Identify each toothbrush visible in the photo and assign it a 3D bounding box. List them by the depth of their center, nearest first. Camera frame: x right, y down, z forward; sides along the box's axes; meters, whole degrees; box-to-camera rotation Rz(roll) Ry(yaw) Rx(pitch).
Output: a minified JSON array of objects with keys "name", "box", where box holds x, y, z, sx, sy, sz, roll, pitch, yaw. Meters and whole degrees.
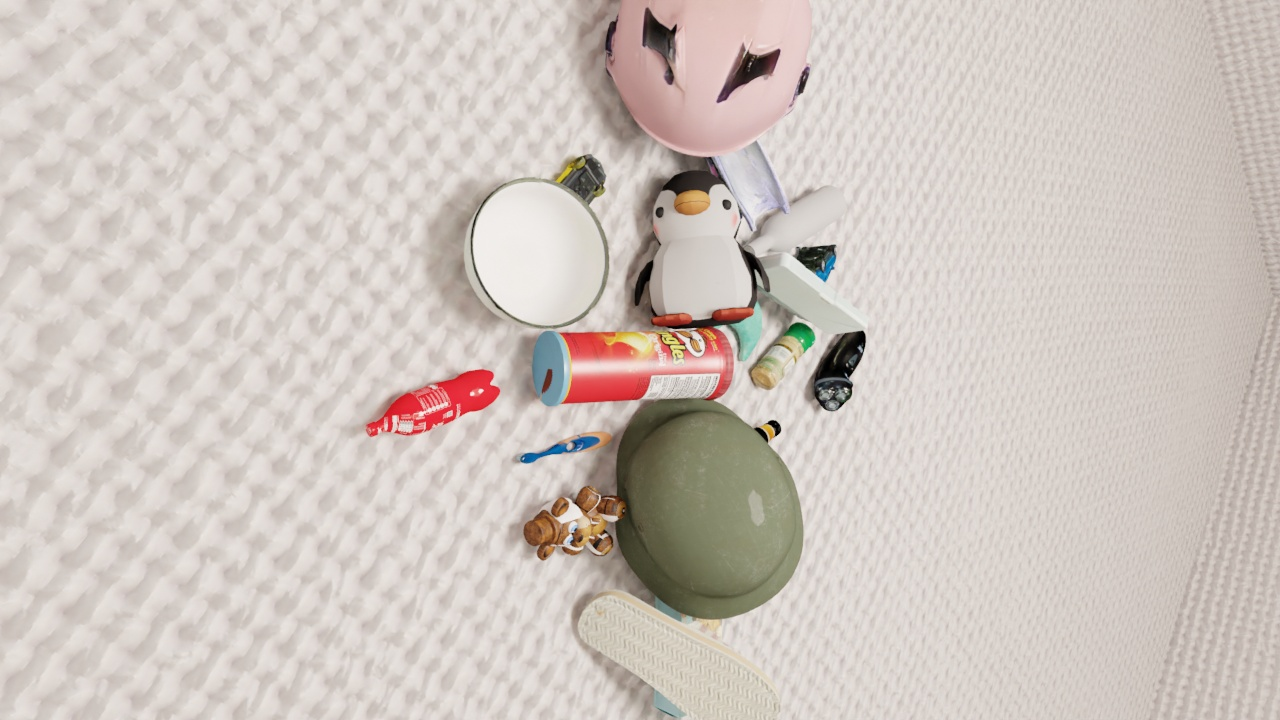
[{"name":"toothbrush","box":[-0.084,0.098,1.033,0.134,0.017,0.021,-10,103,-44]}]

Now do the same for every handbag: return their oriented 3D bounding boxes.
[{"name":"handbag","box":[0.117,-0.251,1.139,0.069,0.126,0.158,-29,122,9]}]

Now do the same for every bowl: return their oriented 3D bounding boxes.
[{"name":"bowl","box":[-0.113,-0.104,0.939,0.153,0.073,0.153,4,81,-30]}]

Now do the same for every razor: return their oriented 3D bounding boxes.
[{"name":"razor","box":[0.300,0.009,1.346,0.053,0.064,0.140,49,62,-34]}]

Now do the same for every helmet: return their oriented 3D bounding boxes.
[{"name":"helmet","box":[0.084,-0.359,1.000,0.230,0.153,0.255,20,74,-2]},{"name":"helmet","box":[0.078,0.155,1.036,0.227,0.154,0.267,-24,77,-7]}]

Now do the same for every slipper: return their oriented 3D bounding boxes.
[{"name":"slipper","box":[0.046,0.350,1.075,0.263,0.115,0.052,34,23,-7]}]

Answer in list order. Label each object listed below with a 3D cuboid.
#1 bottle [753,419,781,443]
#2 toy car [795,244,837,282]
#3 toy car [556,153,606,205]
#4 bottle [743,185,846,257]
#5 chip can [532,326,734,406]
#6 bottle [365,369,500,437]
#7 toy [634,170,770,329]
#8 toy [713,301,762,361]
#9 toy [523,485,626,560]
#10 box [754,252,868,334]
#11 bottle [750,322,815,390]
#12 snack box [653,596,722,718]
[{"name":"bottle","box":[0.121,0.122,1.191,0.181,0.059,0.059,-27,110,-39]},{"name":"toy car","box":[0.237,-0.128,1.273,0.119,0.056,0.044,-49,131,-54]},{"name":"toy car","box":[-0.076,-0.182,1.009,0.106,0.030,0.049,-53,123,-24]},{"name":"bottle","box":[0.207,-0.184,1.256,0.194,0.053,0.052,-33,114,-36]},{"name":"chip can","box":[-0.006,0.006,1.022,0.213,0.087,0.087,-2,94,-30]},{"name":"bottle","box":[-0.203,0.045,0.899,0.141,0.042,0.042,-22,108,-40]},{"name":"toy","box":[0.070,-0.131,1.098,0.140,0.159,0.184,26,59,-81]},{"name":"toy","box":[0.123,-0.051,1.203,0.105,0.033,0.085,23,88,-42]},{"name":"toy","box":[-0.076,0.182,1.011,0.112,0.067,0.087,-7,122,-54]},{"name":"box","box":[0.194,-0.086,1.194,0.197,0.136,0.044,30,76,-40]},{"name":"bottle","box":[0.198,-0.005,1.267,0.110,0.043,0.043,-45,121,-30]},{"name":"snack box","box":[0.060,0.352,1.155,0.074,0.053,0.174,-1,93,-41]}]
